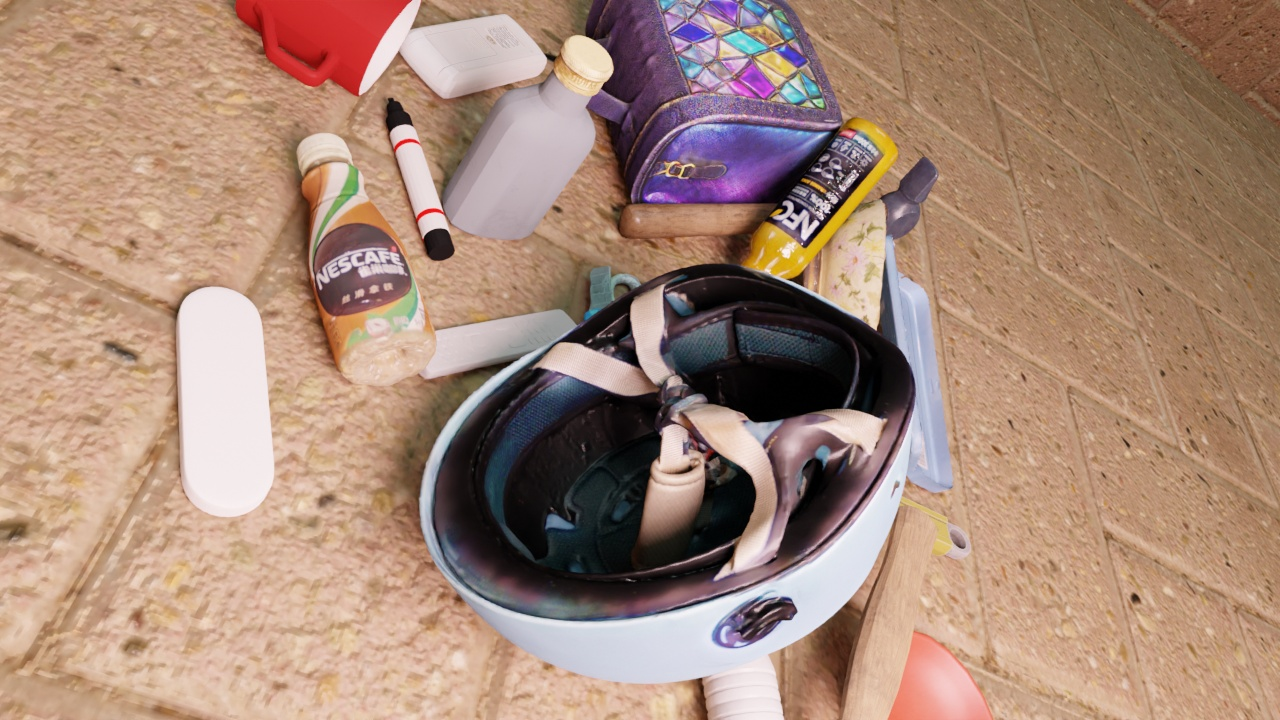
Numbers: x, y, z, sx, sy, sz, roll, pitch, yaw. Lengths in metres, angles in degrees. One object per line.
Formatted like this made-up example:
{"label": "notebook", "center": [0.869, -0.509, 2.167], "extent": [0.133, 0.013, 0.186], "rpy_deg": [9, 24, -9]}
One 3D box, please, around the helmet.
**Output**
{"label": "helmet", "center": [0.021, 0.075, 0.501], "extent": [0.265, 0.167, 0.225], "rpy_deg": [-24, 39, -19]}

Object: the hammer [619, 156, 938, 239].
{"label": "hammer", "center": [0.126, -0.128, 0.821], "extent": [0.321, 0.130, 0.040], "rpy_deg": [-6, 55, -29]}

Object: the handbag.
{"label": "handbag", "center": [0.043, -0.237, 0.810], "extent": [0.221, 0.126, 0.204], "rpy_deg": [1, 57, -25]}

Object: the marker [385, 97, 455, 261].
{"label": "marker", "center": [-0.161, -0.135, 0.654], "extent": [0.019, 0.019, 0.145], "rpy_deg": [-2, 59, -39]}

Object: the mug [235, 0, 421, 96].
{"label": "mug", "center": [-0.226, -0.242, 0.646], "extent": [0.096, 0.081, 0.116], "rpy_deg": [32, 50, -13]}

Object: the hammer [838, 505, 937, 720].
{"label": "hammer", "center": [0.137, 0.191, 0.558], "extent": [0.132, 0.040, 0.304], "rpy_deg": [49, 40, -9]}

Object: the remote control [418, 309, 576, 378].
{"label": "remote control", "center": [-0.094, -0.012, 0.610], "extent": [0.130, 0.012, 0.033], "rpy_deg": [-14, 52, -43]}

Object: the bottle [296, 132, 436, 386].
{"label": "bottle", "center": [-0.174, -0.067, 0.560], "extent": [0.059, 0.059, 0.167], "rpy_deg": [-4, 60, -40]}

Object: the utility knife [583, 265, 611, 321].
{"label": "utility knife", "center": [-0.027, 0.007, 0.647], "extent": [0.031, 0.015, 0.197], "rpy_deg": [15, 53, -21]}

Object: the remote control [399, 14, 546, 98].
{"label": "remote control", "center": [-0.136, -0.255, 0.764], "extent": [0.060, 0.026, 0.138], "rpy_deg": [48, 40, 4]}

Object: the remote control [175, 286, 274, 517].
{"label": "remote control", "center": [-0.222, 0.019, 0.489], "extent": [0.043, 0.013, 0.136], "rpy_deg": [5, 55, -35]}

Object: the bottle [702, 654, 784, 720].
{"label": "bottle", "center": [0.059, 0.191, 0.548], "extent": [0.044, 0.044, 0.136], "rpy_deg": [15, 50, -29]}

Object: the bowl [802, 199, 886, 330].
{"label": "bowl", "center": [0.176, -0.070, 0.809], "extent": [0.063, 0.145, 0.144], "rpy_deg": [3, 46, 9]}

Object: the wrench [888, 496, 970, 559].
{"label": "wrench", "center": [0.155, 0.097, 0.716], "extent": [0.273, 0.018, 0.083], "rpy_deg": [25, 44, -20]}

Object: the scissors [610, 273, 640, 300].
{"label": "scissors", "center": [-0.001, 0.003, 0.673], "extent": [0.065, 0.034, 0.173], "rpy_deg": [25, 50, -24]}

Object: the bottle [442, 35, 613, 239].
{"label": "bottle", "center": [-0.073, -0.149, 0.627], "extent": [0.072, 0.162, 0.046], "rpy_deg": [2, 57, -37]}

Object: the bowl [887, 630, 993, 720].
{"label": "bowl", "center": [0.182, 0.243, 0.609], "extent": [0.122, 0.035, 0.121], "rpy_deg": [21, 47, -24]}

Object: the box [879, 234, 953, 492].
{"label": "box", "center": [0.231, 0.003, 0.798], "extent": [0.126, 0.039, 0.209], "rpy_deg": [40, 43, -50]}

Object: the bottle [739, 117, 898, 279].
{"label": "bottle", "center": [0.135, -0.115, 0.763], "extent": [0.053, 0.186, 0.053], "rpy_deg": [40, -1, 1]}
